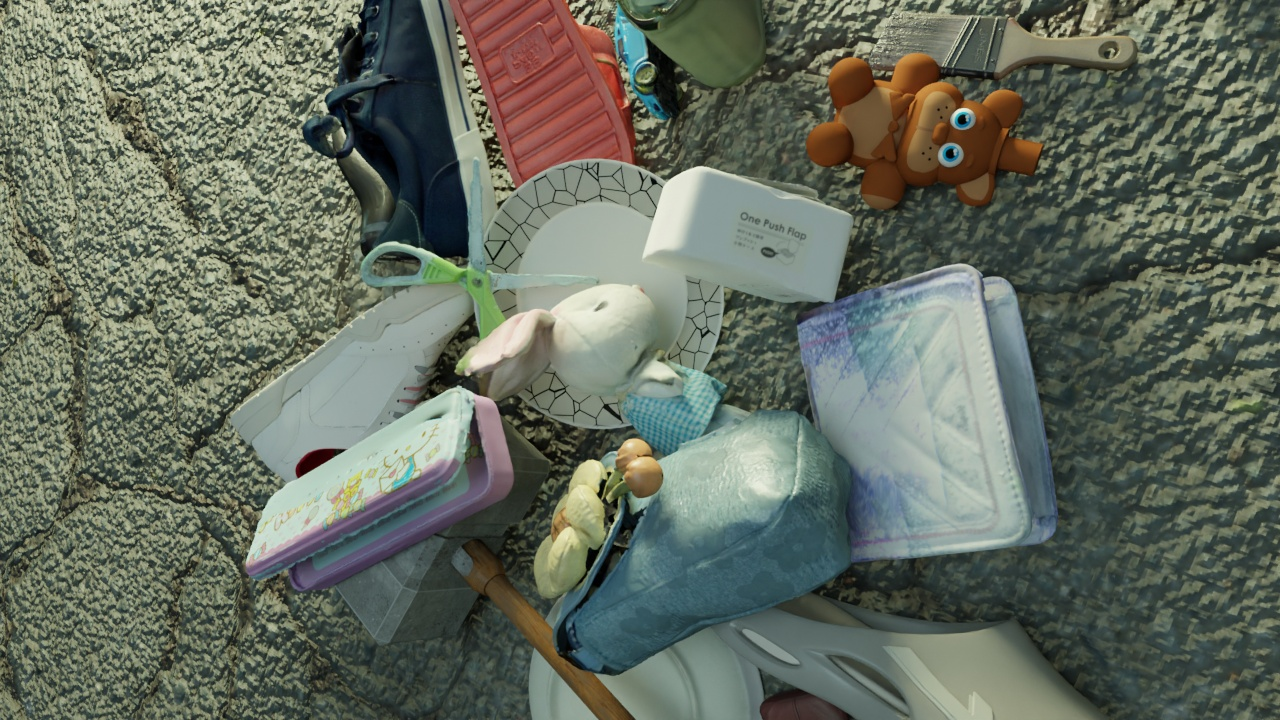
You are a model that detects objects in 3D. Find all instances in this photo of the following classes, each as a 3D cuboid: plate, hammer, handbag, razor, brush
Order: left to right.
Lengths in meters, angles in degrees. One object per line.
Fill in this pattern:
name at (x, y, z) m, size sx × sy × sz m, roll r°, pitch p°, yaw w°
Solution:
razor at (-0.221, -0.138, 0.757) m, size 0.064 × 0.053 × 0.140 m, roll -39°, pitch 68°, yaw 21°
hammer at (-0.070, 0.178, 0.610) m, size 0.318 × 0.082 × 0.163 m, roll 37°, pitch 103°, yaw 33°
plate at (-0.031, -0.046, 0.652) m, size 0.189 × 0.016 × 0.188 m, roll 3°, pitch 98°, yaw 19°
plate at (-0.007, 0.233, 0.624) m, size 0.183 × 0.034 × 0.182 m, roll -2°, pitch 85°, yaw 28°
handbag at (0.020, 0.093, 0.520) m, size 0.192 × 0.121 × 0.118 m, roll -31°, pitch 113°, yaw 31°
handbag at (0.029, -0.245, 0.593) m, size 0.067 × 0.121 × 0.106 m, roll -13°, pitch 80°, yaw 26°
handbag at (0.117, 0.263, 0.565) m, size 0.055 × 0.029 × 0.119 m, roll -23°, pitch 81°, yaw 26°
handbag at (0.163, 0.034, 0.537) m, size 0.127 × 0.069 × 0.158 m, roll -16°, pitch 78°, yaw 40°
brush at (0.215, -0.188, 0.553) m, size 0.151 × 0.012 × 0.039 m, roll 15°, pitch 92°, yaw 28°

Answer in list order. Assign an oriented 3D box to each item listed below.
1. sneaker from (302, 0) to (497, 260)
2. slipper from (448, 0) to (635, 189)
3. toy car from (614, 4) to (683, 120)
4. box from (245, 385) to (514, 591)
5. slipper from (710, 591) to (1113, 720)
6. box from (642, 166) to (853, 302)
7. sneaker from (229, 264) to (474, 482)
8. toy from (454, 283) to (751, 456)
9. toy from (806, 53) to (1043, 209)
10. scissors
sneaker at (-0.197, -0.212, 0.689) m, size 0.121 × 0.127 × 0.294 m, roll 147°, pitch 112°, yaw -68°
slipper at (-0.066, -0.206, 0.676) m, size 0.104 × 0.059 × 0.249 m, roll -21°, pitch 91°, yaw 23°
toy car at (0.003, -0.218, 0.647) m, size 0.032 × 0.048 × 0.105 m, roll -16°, pitch 80°, yaw 25°
box at (-0.181, 0.089, 0.620) m, size 0.215 × 0.065 × 0.078 m, roll -29°, pitch 54°, yaw 28°
slipper at (0.161, 0.168, 0.507) m, size 0.266 × 0.112 × 0.080 m, roll 24°, pitch 95°, yaw 34°
box at (0.068, -0.090, 0.562) m, size 0.107 × 0.102 × 0.091 m, roll 18°, pitch 91°, yaw -11°
sneaker at (-0.204, 0.023, 0.725) m, size 0.237 × 0.090 × 0.104 m, roll -34°, pitch 95°, yaw 12°
toy at (-0.004, 0.004, 0.593) m, size 0.205 × 0.131 × 0.105 m, roll 19°, pitch 83°, yaw 5°
toy at (0.170, -0.133, 0.546) m, size 0.128 × 0.065 × 0.095 m, roll 19°, pitch 101°, yaw 22°
scissors at (-0.114, -0.056, 0.646) m, size 0.172 × 0.021 × 0.171 m, roll 1°, pitch 104°, yaw 10°
